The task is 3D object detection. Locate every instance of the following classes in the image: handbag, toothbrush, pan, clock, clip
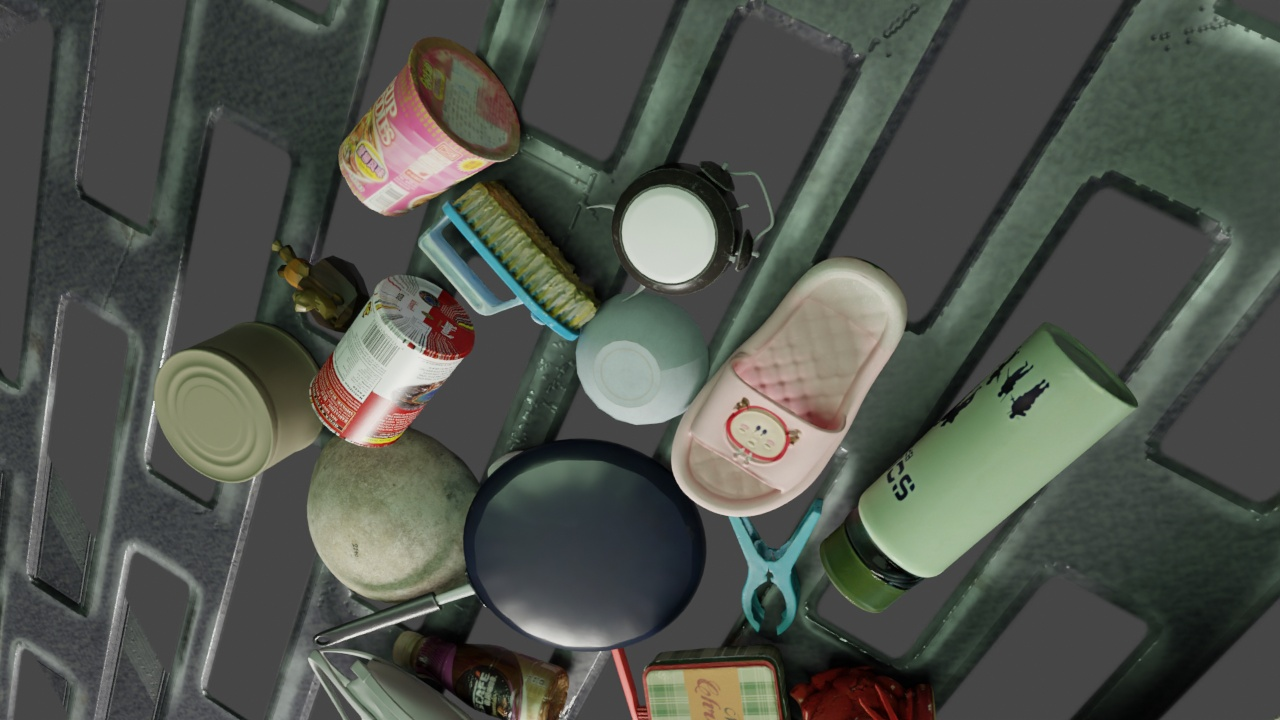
[{"bbox_3d":[-0.225,0.332,0.858,0.223,0.095,0.216,33,142,17],"label":"handbag"},{"bbox_3d":[-0.018,0.243,0.804,0.018,0.012,0.212,-9,106,22],"label":"toothbrush"},{"bbox_3d":[-0.119,0.184,0.760,0.357,0.021,0.199,-21,109,10],"label":"pan"},{"bbox_3d":[0.029,-0.093,0.644,0.123,0.043,0.091,-16,104,24],"label":"clock"},{"bbox_3d":[0.113,0.161,0.721,0.102,0.026,0.119,7,111,20],"label":"clip"}]

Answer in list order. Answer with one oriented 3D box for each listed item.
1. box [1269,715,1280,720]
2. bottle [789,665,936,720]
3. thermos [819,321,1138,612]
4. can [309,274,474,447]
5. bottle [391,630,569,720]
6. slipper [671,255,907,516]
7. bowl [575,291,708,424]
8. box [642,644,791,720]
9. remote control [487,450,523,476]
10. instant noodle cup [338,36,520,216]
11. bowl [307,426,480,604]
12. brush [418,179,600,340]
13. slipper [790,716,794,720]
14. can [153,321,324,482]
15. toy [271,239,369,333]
[{"bbox_3d":[0.348,0.322,0.628,0.166,0.098,0.370,33,126,-18],"label":"box"},{"bbox_3d":[0.170,0.285,0.707,0.111,0.098,0.099,-3,108,16],"label":"bottle"},{"bbox_3d":[0.220,0.083,0.627,0.082,0.082,0.232,39,117,2],"label":"thermos"},{"bbox_3d":[-0.199,0.001,0.737,0.086,0.086,0.117,44,118,0],"label":"can"},{"bbox_3d":[-0.150,0.287,0.842,0.166,0.059,0.060,13,113,18],"label":"bottle"},{"bbox_3d":[0.105,0.026,0.654,0.107,0.055,0.222,35,113,4],"label":"slipper"},{"bbox_3d":[-0.004,0.004,0.695,0.106,0.039,0.106,7,111,17],"label":"bowl"},{"bbox_3d":[0.072,0.341,0.750,0.118,0.051,0.205,-7,88,14],"label":"box"},{"bbox_3d":[-0.091,0.131,0.780,0.060,0.028,0.114,-11,106,23],"label":"remote control"},{"bbox_3d":[-0.159,-0.161,0.664,0.109,0.097,0.097,-27,99,33],"label":"instant noodle cup"},{"bbox_3d":[-0.228,0.149,0.808,0.178,0.081,0.179,7,113,17],"label":"bowl"},{"bbox_3d":[-0.097,-0.065,0.690,0.075,0.055,0.136,-41,91,18],"label":"brush"},{"bbox_3d":[0.057,0.402,0.811,0.103,0.059,0.249,40,116,2],"label":"slipper"},{"bbox_3d":[-0.353,0.037,0.813,0.128,0.073,0.128,7,111,17],"label":"can"},{"bbox_3d":[-0.268,-0.064,0.754,0.100,0.062,0.076,37,136,10],"label":"toy"}]
